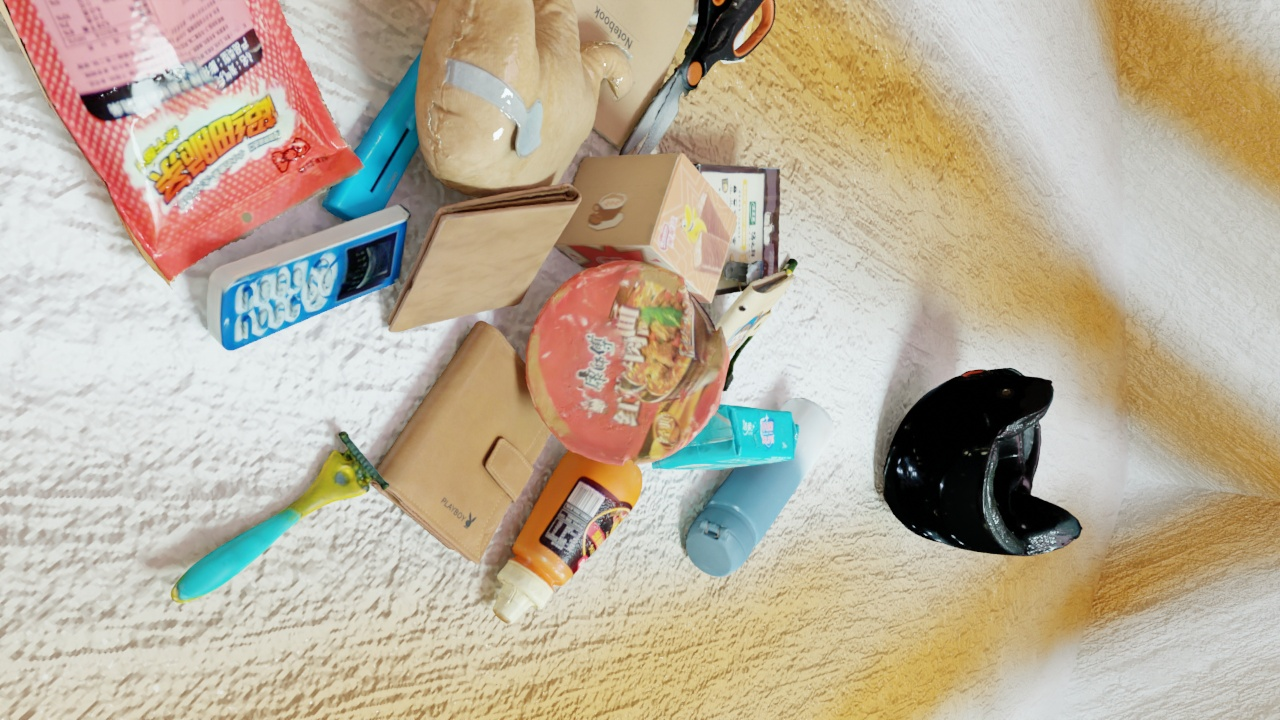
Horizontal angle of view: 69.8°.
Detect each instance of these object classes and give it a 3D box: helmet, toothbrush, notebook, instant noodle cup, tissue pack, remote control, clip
[{"bbox_3d":[0.455,0.132,1.233,0.273,0.231,0.233,-44,122,-51],"label":"helmet"},{"bbox_3d":[0.121,-0.039,0.934,0.185,0.012,0.017,-56,142,-32],"label":"toothbrush"},{"bbox_3d":[-0.008,-0.279,0.690,0.147,0.008,0.207,27,85,-52],"label":"notebook"},{"bbox_3d":[-0.004,0.004,0.664,0.108,0.138,0.138,8,88,-80],"label":"instant noodle cup"},{"bbox_3d":[0.076,0.069,0.820,0.133,0.093,0.050,11,71,-54],"label":"tissue pack"},{"bbox_3d":[-0.179,-0.048,0.505,0.124,0.024,0.049,-32,154,-46],"label":"remote control"},{"bbox_3d":[0.096,-0.077,0.806,0.056,0.026,0.024,-3,104,-58],"label":"clip"}]

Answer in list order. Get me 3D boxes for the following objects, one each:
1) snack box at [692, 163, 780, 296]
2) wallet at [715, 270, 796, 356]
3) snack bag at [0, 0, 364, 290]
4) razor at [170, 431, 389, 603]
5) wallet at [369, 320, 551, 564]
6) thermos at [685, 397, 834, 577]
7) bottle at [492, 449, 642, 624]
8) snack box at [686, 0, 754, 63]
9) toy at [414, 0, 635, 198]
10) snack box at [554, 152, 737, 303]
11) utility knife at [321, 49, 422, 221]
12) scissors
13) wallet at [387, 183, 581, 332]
[{"bbox_3d":[0.072,-0.117,0.820,0.125,0.053,0.113,-14,107,-53],"label":"snack box"},{"bbox_3d":[0.090,-0.033,0.831,0.087,0.024,0.115,-21,152,-51],"label":"wallet"},{"bbox_3d":[-0.219,-0.150,0.420,0.128,0.073,0.208,-45,135,-34],"label":"snack bag"},{"bbox_3d":[-0.200,0.090,0.507,0.043,0.028,0.132,54,45,-5],"label":"razor"},{"bbox_3d":[-0.112,0.056,0.621,0.131,0.031,0.108,-60,136,-27],"label":"wallet"},{"bbox_3d":[0.120,0.124,0.917,0.219,0.070,0.070,-45,129,-39],"label":"thermos"},{"bbox_3d":[-0.059,0.129,0.681,0.149,0.067,0.067,-54,135,-24],"label":"bottle"},{"bbox_3d":[0.050,-0.328,0.779,0.156,0.027,0.084,20,80,-52],"label":"snack box"},{"bbox_3d":[-0.069,-0.169,0.595,0.144,0.082,0.225,-67,168,18],"label":"toy"},{"bbox_3d":[0.005,-0.099,0.699,0.094,0.093,0.077,36,67,-50],"label":"snack box"},{"bbox_3d":[-0.134,-0.166,0.565,0.034,0.018,0.202,47,57,-45],"label":"utility knife"},{"bbox_3d":[0.039,-0.256,0.744,0.233,0.022,0.161,-41,136,-33],"label":"scissors"},{"bbox_3d":[-0.098,-0.064,0.579,0.115,0.020,0.101,-20,154,-48],"label":"wallet"}]
